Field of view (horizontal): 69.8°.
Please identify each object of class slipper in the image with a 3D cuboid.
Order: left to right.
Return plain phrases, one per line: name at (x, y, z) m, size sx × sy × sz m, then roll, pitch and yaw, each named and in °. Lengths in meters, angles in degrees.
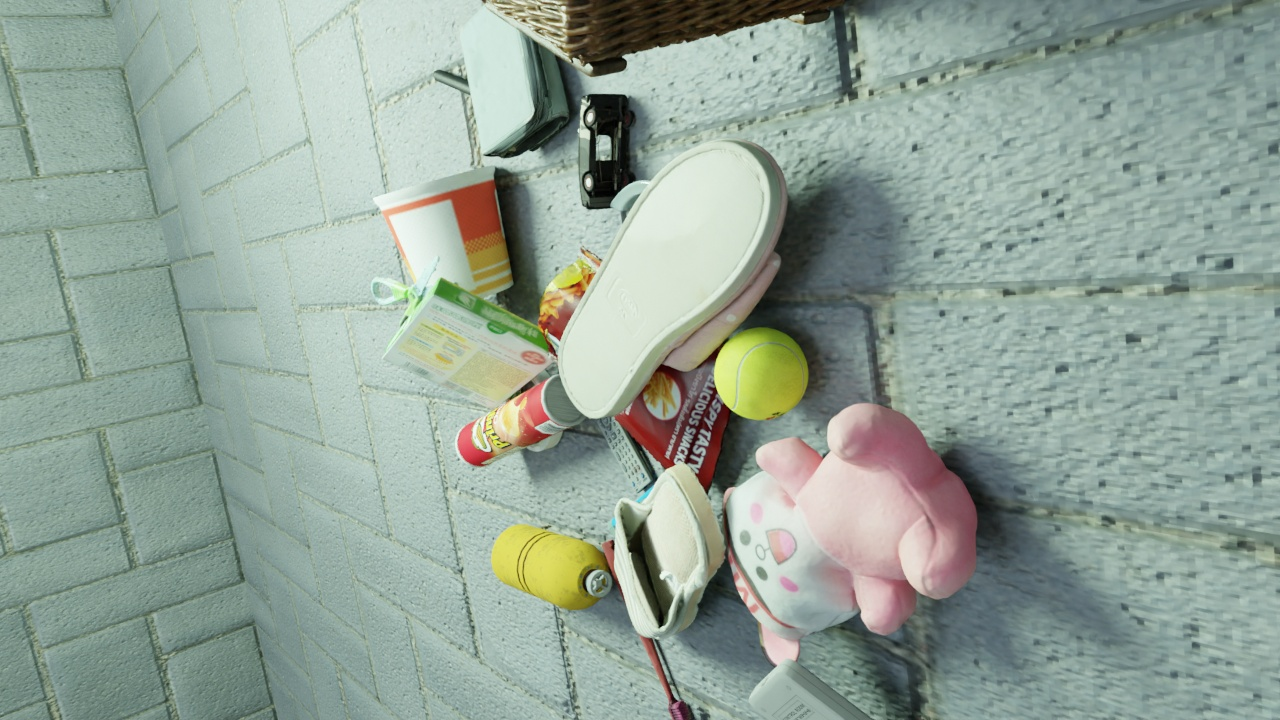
slipper at (0.015, 0.165, 0.755) m, size 0.273 × 0.054 × 0.114 m, roll 107°, pitch 149°, yaw -58°
slipper at (0.021, -0.051, 0.670) m, size 0.275 × 0.054 × 0.114 m, roll -48°, pitch 63°, yaw 43°

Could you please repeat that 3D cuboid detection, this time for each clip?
clip at (0.036, -0.084, 0.710) m, size 0.163 × 0.028 × 0.115 m, roll 12°, pitch 114°, yaw 52°

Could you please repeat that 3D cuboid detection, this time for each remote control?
remote control at (-0.027, 0.059, 0.859) m, size 0.136 × 0.013 × 0.033 m, roll 62°, pitch 143°, yaw 17°
remote control at (0.151, 0.270, 0.645) m, size 0.151 × 0.019 × 0.074 m, roll 35°, pitch 143°, yaw 12°

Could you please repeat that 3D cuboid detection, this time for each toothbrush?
toothbrush at (0.006, 0.263, 0.890) m, size 0.017 × 0.016 × 0.189 m, roll -37°, pitch 72°, yaw 48°

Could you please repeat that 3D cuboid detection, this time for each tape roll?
tape roll at (-0.114, 0.050, 0.971) m, size 0.094 × 0.018 × 0.094 m, roll 25°, pitch 122°, yaw 47°

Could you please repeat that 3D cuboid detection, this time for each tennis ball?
tennis ball at (0.085, 0.009, 0.644) m, size 0.065 × 0.065 × 0.065 m, roll 24°, pitch 122°, yaw 47°

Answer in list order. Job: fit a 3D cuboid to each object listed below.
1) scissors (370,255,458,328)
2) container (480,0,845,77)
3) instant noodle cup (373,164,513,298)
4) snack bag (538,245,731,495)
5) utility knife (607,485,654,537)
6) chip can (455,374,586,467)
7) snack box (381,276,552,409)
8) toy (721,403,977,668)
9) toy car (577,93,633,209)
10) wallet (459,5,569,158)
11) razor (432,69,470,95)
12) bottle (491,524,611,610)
scissors at (-0.215, -0.059, 0.910) m, size 0.175 × 0.032 × 0.093 m, roll -6°, pitch 116°, yaw 56°
container at (0.015, -0.277, 0.492) m, size 0.162 × 0.249 × 0.184 m, roll 43°, pitch 143°, yaw 37°
instant noodle cup at (-0.192, -0.123, 0.935) m, size 0.124 × 0.123 × 0.121 m, roll 2°, pitch 112°, yaw 54°
snack bag at (-0.005, 0.004, 0.768) m, size 0.208 × 0.066 × 0.139 m, roll 41°, pitch 128°, yaw 34°
utility knife at (0.012, 0.128, 0.834) m, size 0.031 × 0.015 × 0.186 m, roll 58°, pitch 140°, yaw 15°
chip can at (-0.124, 0.065, 0.930) m, size 0.215 × 0.051 × 0.052 m, roll -27°, pitch 80°, yaw 54°
snack box at (-0.170, -0.011, 0.910) m, size 0.168 × 0.132 × 0.027 m, roll -34°, pitch 34°, yaw 53°
toy at (0.125, 0.119, 0.616) m, size 0.214 × 0.084 × 0.142 m, roll -49°, pitch 63°, yaw 48°
toy car at (-0.033, -0.172, 0.755) m, size 0.037 × 0.040 × 0.092 m, roll 27°, pitch 120°, yaw 50°
wallet at (-0.116, -0.259, 0.830) m, size 0.101 × 0.054 × 0.131 m, roll -18°, pitch 86°, yaw 46°
razor at (-0.174, -0.278, 0.931) m, size 0.043 × 0.022 × 0.144 m, roll -53°, pitch 42°, yaw -2°
bottle at (-0.086, 0.217, 0.953) m, size 0.164 × 0.070 × 0.071 m, roll 0°, pitch 103°, yaw 54°
